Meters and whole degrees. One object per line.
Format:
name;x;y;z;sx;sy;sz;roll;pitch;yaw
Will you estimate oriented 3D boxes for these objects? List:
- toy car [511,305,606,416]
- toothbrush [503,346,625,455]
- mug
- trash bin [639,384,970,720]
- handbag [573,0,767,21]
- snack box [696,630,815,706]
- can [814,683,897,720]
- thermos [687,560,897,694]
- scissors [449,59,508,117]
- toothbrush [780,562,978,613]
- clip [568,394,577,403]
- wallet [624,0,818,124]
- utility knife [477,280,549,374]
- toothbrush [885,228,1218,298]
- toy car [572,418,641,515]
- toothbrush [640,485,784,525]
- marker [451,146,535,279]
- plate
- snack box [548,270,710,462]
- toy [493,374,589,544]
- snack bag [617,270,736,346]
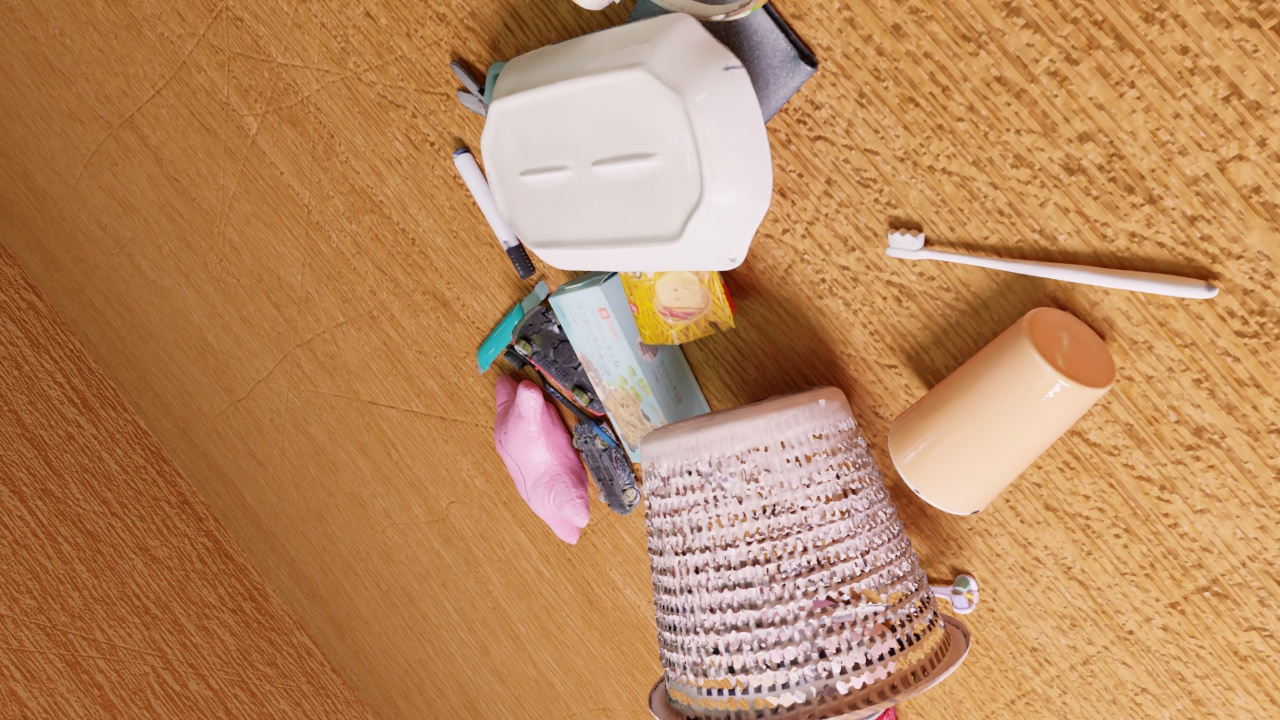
toy car;-0.065;0.001;0.844;0.120;0.052;0.045;42;166;7
toothbrush;-0.078;0.039;0.901;0.189;0.016;0.014;39;158;34
mug;0.214;0.029;0.542;0.078;0.078;0.123;44;139;12
trash bin;0.092;0.127;0.648;0.228;0.226;0.192;-18;86;53
handbag;0.007;-0.269;0.527;0.164;0.063;0.179;-21;107;53
snack box;0.117;0.296;0.914;0.157;0.026;0.085;30;140;29
can;0.197;0.331;0.820;0.067;0.066;0.094;8;125;45
thermos;0.130;0.244;0.821;0.199;0.067;0.087;9;120;43
scissors;-0.104;-0.199;0.726;0.177;0.019;0.169;50;160;12
toothbrush;0.185;0.179;0.746;0.021;0.029;0.190;27;160;-33
clip;-0.071;0.016;0.897;0.057;0.014;0.048;51;147;0
wallet;0.046;-0.199;0.580;0.121;0.019;0.097;52;143;3
utility knife;-0.130;-0.031;0.920;0.210;0.013;0.029;-38;64;56
toothbrush;0.219;-0.055;0.511;0.180;0.016;0.016;17;125;41
toy car;-0.031;0.104;0.912;0.049;0.031;0.105;-6;111;54
toothbrush;0.064;0.130;0.844;0.188;0.017;0.016;3;125;50
marker;-0.134;-0.133;0.838;0.023;0.018;0.131;-6;116;61
plate;-0.028;-0.132;0.611;0.266;0.034;0.162;8;117;46
snack box;-0.005;0.005;0.780;0.074;0.051;0.175;-7;115;52
toy;-0.104;0.106;0.956;0.194;0.074;0.179;68;161;-7
snack bag;0.004;-0.117;0.659;0.129;0.073;0.208;7;122;60
